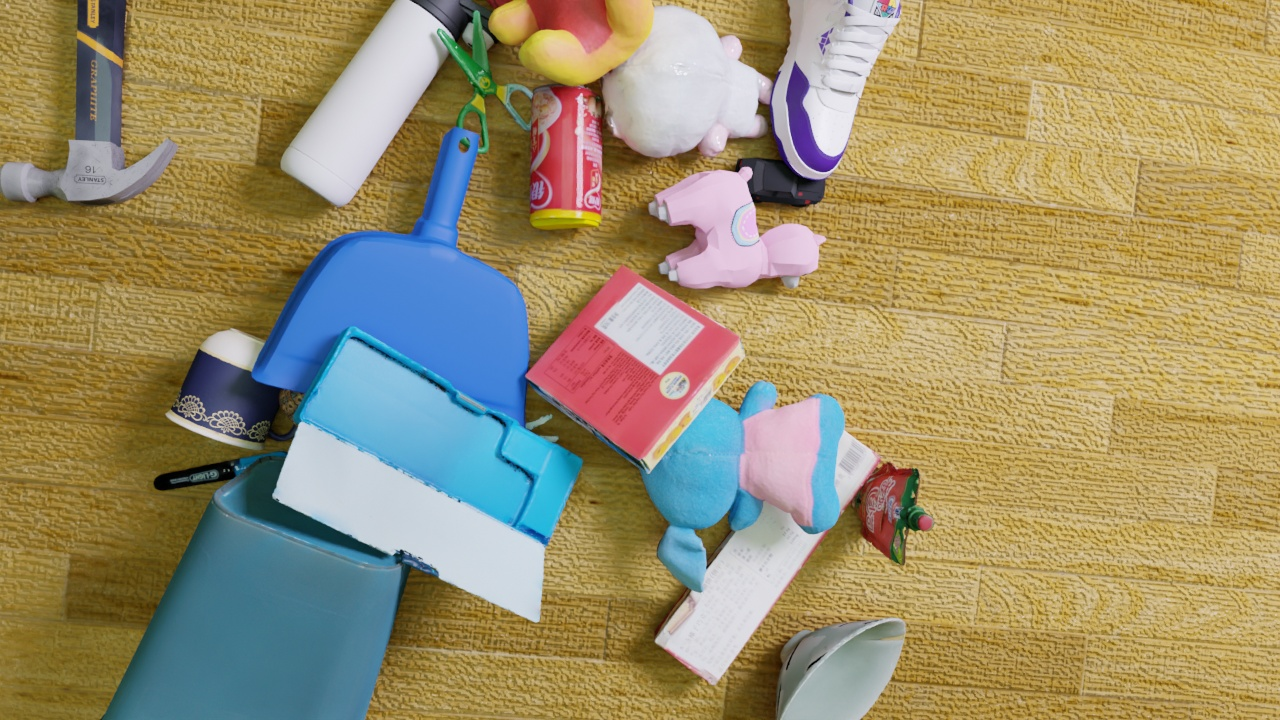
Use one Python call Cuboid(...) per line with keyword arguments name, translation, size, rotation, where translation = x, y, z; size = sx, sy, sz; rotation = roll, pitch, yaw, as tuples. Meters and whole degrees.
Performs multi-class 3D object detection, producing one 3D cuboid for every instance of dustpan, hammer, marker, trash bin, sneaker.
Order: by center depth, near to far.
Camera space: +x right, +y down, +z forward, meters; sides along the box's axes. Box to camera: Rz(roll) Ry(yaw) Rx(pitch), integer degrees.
Cuboid(name="trash bin", translation=(-0.294, 0.217, 0.752), size=(0.199, 0.196, 0.219), rotation=(22, 97, -7))
Cuboid(name="dustpan", translation=(-0.186, -0.081, 0.819), size=(0.245, 0.059, 0.257), rotation=(15, 92, -25))
Cuboid(name="hammer", translation=(-0.490, -0.296, 0.822), size=(0.139, 0.035, 0.312), rotation=(1, 90, -8))
Cuboid(name="sneaker", translation=(0.191, -0.294, 0.847), size=(0.091, 0.111, 0.244), rotation=(4, 88, -27))
Cuboid(name="marker", translation=(-0.386, 0.103, 0.848), size=(0.123, 0.015, 0.018), rotation=(-10, 93, -5))

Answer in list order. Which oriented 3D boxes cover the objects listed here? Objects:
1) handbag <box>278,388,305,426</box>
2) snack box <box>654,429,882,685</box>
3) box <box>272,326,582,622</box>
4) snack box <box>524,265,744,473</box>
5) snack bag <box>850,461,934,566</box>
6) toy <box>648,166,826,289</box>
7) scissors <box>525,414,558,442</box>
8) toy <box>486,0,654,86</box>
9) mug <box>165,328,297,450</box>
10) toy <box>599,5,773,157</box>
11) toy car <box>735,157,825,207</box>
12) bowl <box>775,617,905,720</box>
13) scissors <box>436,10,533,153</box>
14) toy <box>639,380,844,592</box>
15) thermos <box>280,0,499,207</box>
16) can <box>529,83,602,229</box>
Cuboid(name="handbag", translation=(-0.237, 0.078, 0.833), size=(0.043, 0.093, 0.196), rotation=(-25, 104, 36))
Cuboid(name="snack box", translation=(0.123, 0.182, 0.893), size=(0.076, 0.044, 0.273), rotation=(37, 86, 0))
Cuboid(name="box", translation=(-0.173, 0.101, 0.765), size=(0.243, 0.060, 0.175), rotation=(33, 47, -25))
Cuboid(name="snack box", translation=(-0.005, 0.005, 0.832), size=(0.145, 0.040, 0.142), rotation=(34, 75, 26))
Cuboid(name="snack bag", translation=(0.237, 0.138, 0.847), size=(0.044, 0.155, 0.087), rotation=(13, 90, -3))
Cuboid(name="toy", translation=(0.093, -0.120, 0.866), size=(0.157, 0.067, 0.123), rotation=(-11, 107, -8))
Cuboid(name="scissors", translation=(-0.143, 0.068, 0.875), size=(0.135, 0.016, 0.083), rotation=(-22, 92, -7))
Cuboid(name="toy", translation=(-0.072, -0.334, 0.805), size=(0.147, 0.099, 0.216), rotation=(-29, 58, 4))
Cuboid(name="mug", translation=(-0.350, 0.026, 0.824), size=(0.111, 0.086, 0.089), rotation=(26, 84, -41))
Cuboid(name="toy", translation=(0.050, -0.254, 0.856), size=(0.179, 0.102, 0.139), rotation=(6, 91, -30))
Cuboid(name="toy car", translation=(0.137, -0.174, 0.891), size=(0.091, 0.036, 0.042), rotation=(4, 90, -6))
Cuboid(name="bowl", translation=(0.173, 0.296, 0.883), size=(0.173, 0.068, 0.174), rotation=(-23, 131, -30))
Cuboid(name="scissors", translation=(-0.136, -0.258, 0.844), size=(0.108, 0.012, 0.132), rotation=(-13, 116, -28))
Cuboid(name="toy", translation=(0.091, 0.103, 0.847), size=(0.191, 0.099, 0.224), rotation=(2, 79, 10))
Cuboid(name="thermos", translation=(-0.222, -0.241, 0.839), size=(0.101, 0.068, 0.230), rotation=(35, 86, -19))
Cuboid(name="can", translation=(-0.069, -0.186, 0.853), size=(0.066, 0.067, 0.124), rotation=(1, 90, -7))
